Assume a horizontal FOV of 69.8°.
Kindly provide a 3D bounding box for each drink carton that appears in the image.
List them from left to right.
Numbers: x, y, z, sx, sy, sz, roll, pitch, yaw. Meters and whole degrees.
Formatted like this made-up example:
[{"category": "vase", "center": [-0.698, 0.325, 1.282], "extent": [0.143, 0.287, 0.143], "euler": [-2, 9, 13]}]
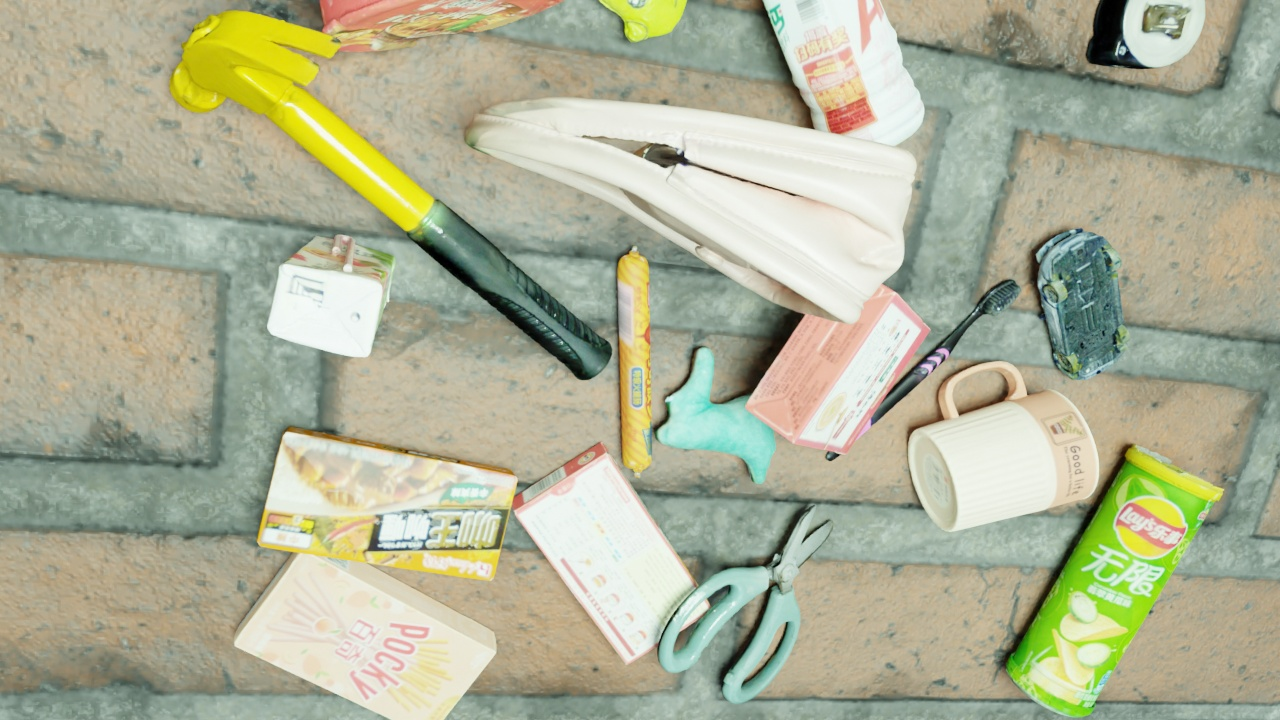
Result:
[{"category": "drink carton", "center": [-0.170, -0.041, 0.519], "extent": [0.053, 0.122, 0.045], "euler": [13, 102, -14]}]

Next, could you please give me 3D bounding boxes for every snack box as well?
[{"category": "snack box", "center": [-0.188, 0.194, 0.640], "extent": [0.157, 0.026, 0.084], "euler": [35, 97, -20]}, {"category": "snack box", "center": [-0.164, 0.096, 0.606], "extent": [0.153, 0.026, 0.075], "euler": [13, 90, -17]}, {"category": "snack box", "center": [-0.019, 0.141, 0.661], "extent": [0.077, 0.027, 0.156], "euler": [-32, 111, -2]}, {"category": "snack box", "center": [0.137, 0.003, 0.623], "extent": [0.113, 0.044, 0.127], "euler": [-57, 153, 8]}]

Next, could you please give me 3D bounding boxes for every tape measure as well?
[{"category": "tape measure", "center": [0.344, -0.232, 0.621], "extent": [0.066, 0.033, 0.066], "euler": [-1, 109, -12]}]

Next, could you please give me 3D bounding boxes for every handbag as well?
[{"category": "handbag", "center": [0.018, -0.099, 0.517], "extent": [0.234, 0.193, 0.093], "euler": [17, 96, -9]}]

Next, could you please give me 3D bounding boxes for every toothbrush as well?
[{"category": "toothbrush", "center": [0.208, 0.009, 0.676], "extent": [0.189, 0.017, 0.014], "euler": [-45, 112, 5]}]

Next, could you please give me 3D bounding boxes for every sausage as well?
[{"category": "sausage", "center": [-0.004, 0.004, 0.624], "extent": [0.021, 0.021, 0.165], "euler": [-5, 108, -11]}]

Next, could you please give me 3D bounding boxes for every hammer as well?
[{"category": "hammer", "center": [-0.127, -0.084, 0.538], "extent": [0.300, 0.129, 0.032], "euler": [41, 64, -30]}]

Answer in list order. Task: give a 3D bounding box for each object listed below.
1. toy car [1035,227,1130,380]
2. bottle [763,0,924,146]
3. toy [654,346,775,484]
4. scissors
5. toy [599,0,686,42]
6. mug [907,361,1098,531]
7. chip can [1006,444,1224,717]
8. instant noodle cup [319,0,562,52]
[{"category": "toy car", "center": [0.325, -0.040, 0.677], "extent": [0.054, 0.036, 0.121], "euler": [-31, 121, -3]}, {"category": "bottle", "center": [0.107, -0.220, 0.552], "extent": [0.068, 0.068, 0.197], "euler": [-30, 112, -2]}, {"category": "toy", "center": [0.056, 0.039, 0.645], "extent": [0.092, 0.030, 0.096], "euler": [5, 100, -16]}, {"category": "scissors", "center": [0.095, 0.193, 0.698], "extent": [0.176, 0.019, 0.171], "euler": [-37, 125, -16]}, {"category": "toy", "center": [0.013, -0.245, 0.544], "extent": [0.100, 0.031, 0.097], "euler": [-18, 110, -11]}, {"category": "mug", "center": [0.259, 0.060, 0.675], "extent": [0.106, 0.082, 0.114], "euler": [-14, 83, -7]}, {"category": "chip can", "center": [0.375, 0.180, 0.737], "extent": [0.072, 0.072, 0.221], "euler": [20, 102, -18]}, {"category": "instant noodle cup", "center": [-0.111, -0.231, 0.472], "extent": [0.138, 0.138, 0.108], "euler": [-15, 103, -8]}]
